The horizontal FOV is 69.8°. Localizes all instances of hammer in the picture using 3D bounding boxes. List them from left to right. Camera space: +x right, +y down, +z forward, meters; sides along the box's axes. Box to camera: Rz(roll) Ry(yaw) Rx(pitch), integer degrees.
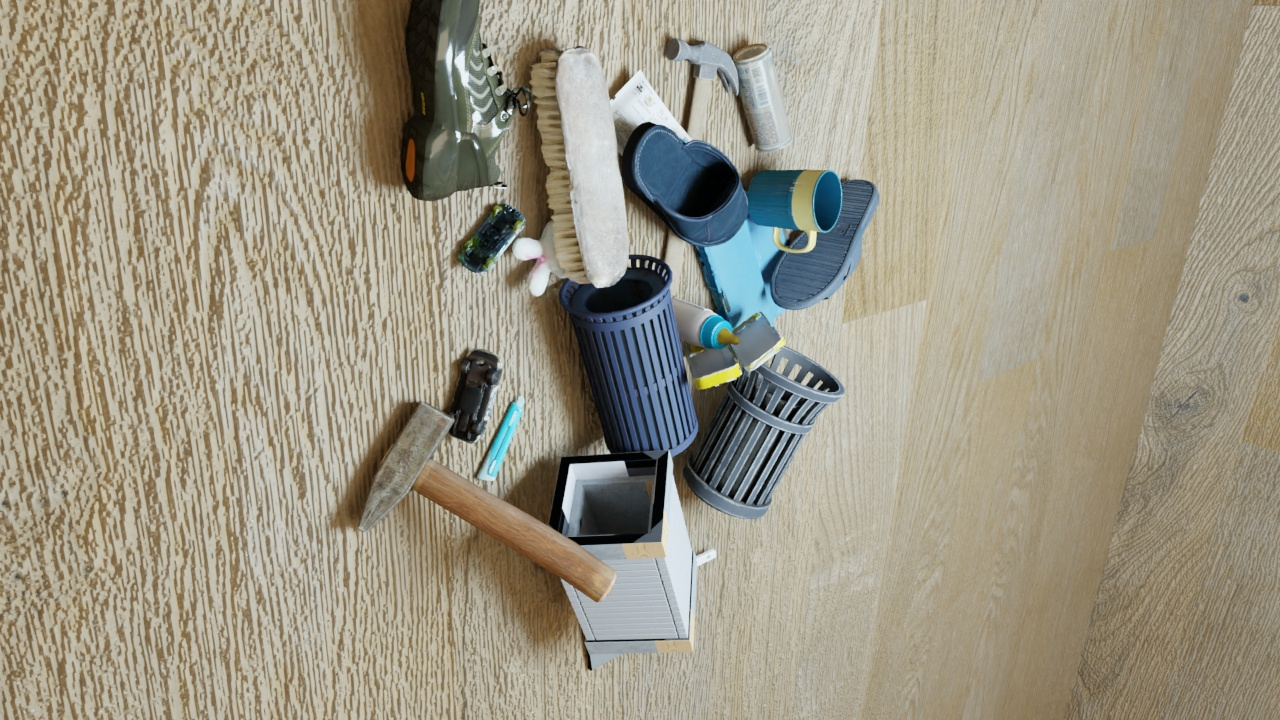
[{"bbox_3d":[-0.163,0.190,1.050,0.301,0.037,0.158,31,85,-4],"label":"hammer"},{"bbox_3d":[0.063,-0.244,1.204,0.119,0.031,0.331,-6,111,-40],"label":"hammer"}]

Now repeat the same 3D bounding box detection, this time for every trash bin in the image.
[{"bbox_3d":[-0.016,0.257,1.203,0.142,0.142,0.247,-83,164,-46],"label":"trash bin"},{"bbox_3d":[-0.007,0.007,1.173,0.139,0.139,0.250,-34,129,-27],"label":"trash bin"},{"bbox_3d":[0.169,0.103,1.338,0.164,0.164,0.228,6,117,-44],"label":"trash bin"}]

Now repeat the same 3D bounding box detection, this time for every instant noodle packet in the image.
[{"bbox_3d":[0.009,-0.275,1.126,0.087,0.026,0.134,-47,124,-2],"label":"instant noodle packet"}]

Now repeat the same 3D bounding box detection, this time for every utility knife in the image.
[{"bbox_3d":[-0.173,0.096,1.147,0.022,0.015,0.116,22,91,-15],"label":"utility knife"}]

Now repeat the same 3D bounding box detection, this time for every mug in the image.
[{"bbox_3d":[0.210,-0.207,1.268,0.083,0.107,0.114,-12,108,-52],"label":"mug"}]

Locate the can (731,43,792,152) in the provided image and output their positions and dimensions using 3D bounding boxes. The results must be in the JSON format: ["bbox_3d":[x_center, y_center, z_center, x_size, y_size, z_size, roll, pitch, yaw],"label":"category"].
[{"bbox_3d":[0.163,-0.351,1.230,0.054,0.054,0.136,-41,130,-22],"label":"can"}]

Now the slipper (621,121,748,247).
[{"bbox_3d":[0.081,-0.205,1.134,0.265,0.083,0.109,24,89,-56],"label":"slipper"}]

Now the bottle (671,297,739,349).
[{"bbox_3d":[0.078,-0.045,1.219,0.051,0.146,0.051,-18,118,-36],"label":"bottle"}]

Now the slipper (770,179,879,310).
[{"bbox_3d":[0.289,-0.161,1.385,0.263,0.101,0.082,-56,143,-23],"label":"slipper"}]

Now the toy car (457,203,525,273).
[{"bbox_3d":[-0.167,-0.136,1.037,0.089,0.039,0.027,-53,175,-10],"label":"toy car"}]

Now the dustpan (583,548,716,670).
[{"bbox_3d":[0.017,0.356,1.423,0.257,0.033,0.163,-20,121,-25],"label":"dustpan"}]

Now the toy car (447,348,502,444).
[{"bbox_3d":[-0.193,0.042,1.083,0.040,0.048,0.113,-11,119,-74],"label":"toy car"}]

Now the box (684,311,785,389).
[{"bbox_3d":[0.122,-0.016,1.225,0.129,0.209,0.034,-29,101,5],"label":"box"}]

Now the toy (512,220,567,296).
[{"bbox_3d":[-0.098,-0.132,1.099,0.125,0.037,0.076,-35,124,-34],"label":"toy"}]

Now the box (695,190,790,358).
[{"bbox_3d":[0.166,-0.135,1.346,0.174,0.033,0.232,-43,132,-24],"label":"box"}]

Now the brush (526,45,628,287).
[{"bbox_3d":[-0.067,-0.217,1.047,0.083,0.057,0.271,-26,115,-44],"label":"brush"}]

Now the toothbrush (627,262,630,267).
[{"bbox_3d":[-0.035,-0.149,1.164,0.016,0.016,0.167,-45,131,-18],"label":"toothbrush"}]

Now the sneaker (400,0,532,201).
[{"bbox_3d":[-0.157,-0.277,0.928,0.142,0.101,0.238,-4,116,-30],"label":"sneaker"}]
